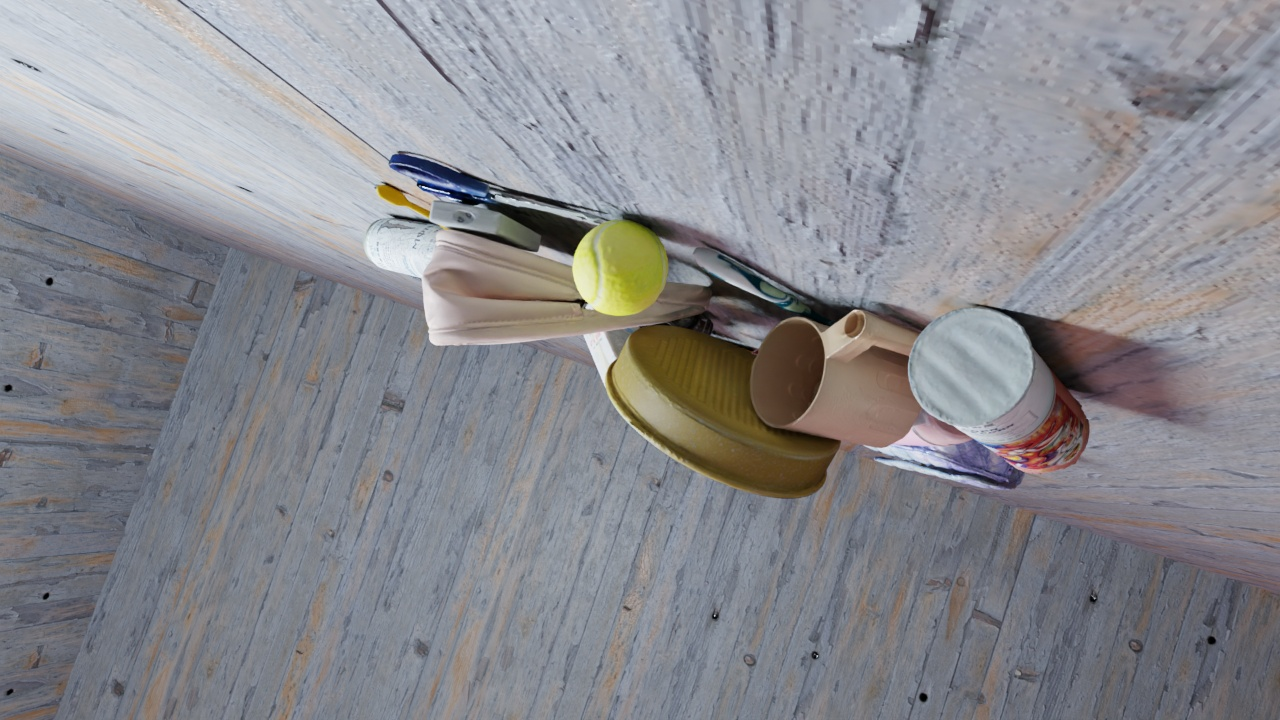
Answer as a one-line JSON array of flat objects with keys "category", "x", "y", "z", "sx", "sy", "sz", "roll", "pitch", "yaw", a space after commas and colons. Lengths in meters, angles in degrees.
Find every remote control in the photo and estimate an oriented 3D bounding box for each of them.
[{"category": "remote control", "x": -0.122, "y": -0.108, "z": 0.746, "sx": 0.056, "sy": 0.019, "sz": 0.135, "roll": 12, "pitch": -178, "yaw": 8}]

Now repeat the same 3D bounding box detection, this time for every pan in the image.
[{"category": "pan", "x": 0.073, "y": 0.025, "z": 0.824, "sx": 0.197, "sy": 0.078, "sz": 0.356, "roll": 26, "pitch": -159, "yaw": 0}]

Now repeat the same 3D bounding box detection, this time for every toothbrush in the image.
[{"category": "toothbrush", "x": -0.181, "y": -0.129, "z": 0.886, "sx": 0.018, "sy": 0.016, "sz": 0.191, "roll": 30, "pitch": -176, "yaw": 38}, {"category": "toothbrush", "x": 0.107, "y": -0.046, "z": 0.671, "sx": 0.191, "sy": 0.016, "sz": 0.018, "roll": 22, "pitch": 166, "yaw": -39}]

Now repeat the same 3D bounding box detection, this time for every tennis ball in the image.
[{"category": "tennis ball", "x": -0.013, "y": -0.063, "z": 0.625, "sx": 0.065, "sy": 0.065, "sz": 0.065, "roll": 19, "pitch": 176, "yaw": 1}]

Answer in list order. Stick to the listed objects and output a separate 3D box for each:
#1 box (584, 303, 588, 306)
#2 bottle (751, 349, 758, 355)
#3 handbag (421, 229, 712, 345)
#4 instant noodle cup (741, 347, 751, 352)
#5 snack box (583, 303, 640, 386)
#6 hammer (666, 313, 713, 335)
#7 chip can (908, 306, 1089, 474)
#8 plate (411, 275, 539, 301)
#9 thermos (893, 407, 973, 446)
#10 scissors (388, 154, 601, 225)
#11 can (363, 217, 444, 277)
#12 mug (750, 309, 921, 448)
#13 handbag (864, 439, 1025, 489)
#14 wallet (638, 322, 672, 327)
[{"category": "box", "x": -0.074, "y": -0.062, "z": 1.167, "sx": 0.068, "sy": 0.052, "sz": 0.164, "roll": 8, "pitch": 178, "yaw": -4}, {"category": "bottle", "x": 0.145, "y": 0.012, "z": 0.965, "sx": 0.057, "sy": 0.057, "sz": 0.175, "roll": 19, "pitch": 176, "yaw": -3}, {"category": "handbag", "x": -0.057, "y": -0.052, "z": 0.776, "sx": 0.234, "sy": 0.093, "sz": 0.193, "roll": 3, "pitch": -178, "yaw": -2}, {"category": "instant noodle cup", "x": 0.067, "y": 0.023, "z": 1.126, "sx": 0.114, "sy": 0.118, "sz": 0.118, "roll": 25, "pitch": 179, "yaw": 24}, {"category": "snack box", "x": -0.005, "y": 0.005, "z": 0.865, "sx": 0.084, "sy": 0.027, "sz": 0.156, "roll": 29, "pitch": -162, "yaw": -29}, {"category": "hammer", "x": -0.075, "y": -0.076, "z": 0.988, "sx": 0.323, "sy": 0.032, "sz": 0.126, "roll": 18, "pitch": 175, "yaw": 18}, {"category": "chip can", "x": 0.247, "y": 0.028, "z": 0.614, "sx": 0.071, "sy": 0.071, "sz": 0.214, "roll": 16, "pitch": 176, "yaw": 36}, {"category": "plate", "x": -0.202, "y": -0.095, "z": 1.233, "sx": 0.205, "sy": 0.045, "sz": 0.205, "roll": 18, "pitch": 176, "yaw": 1}, {"category": "thermos", "x": 0.250, "y": 0.048, "z": 0.831, "sx": 0.087, "sy": 0.067, "sz": 0.198, "roll": -16, "pitch": 176, "yaw": 2}, {"category": "scissors", "x": -0.101, "y": -0.118, "z": 0.678, "sx": 0.172, "sy": 0.012, "sz": 0.133, "roll": 20, "pitch": 175, "yaw": -11}, {"category": "can", "x": -0.233, "y": -0.117, "z": 0.973, "sx": 0.147, "sy": 0.058, "sz": 0.058, "roll": 16, "pitch": 175, "yaw": 43}, {"category": "mug", "x": 0.160, "y": 0.010, "z": 0.683, "sx": 0.103, "sy": 0.084, "sz": 0.125, "roll": 15, "pitch": 144, "yaw": -30}, {"category": "handbag", "x": 0.355, "y": 0.104, "z": 1.123, "sx": 0.134, "sy": 0.075, "sz": 0.194, "roll": 20, "pitch": 177, "yaw": -17}, {"category": "wallet", "x": 0.024, "y": -0.023, "z": 1.043, "sx": 0.096, "sy": 0.020, "sz": 0.122, "roll": 27, "pitch": -159, "yaw": 34}]
